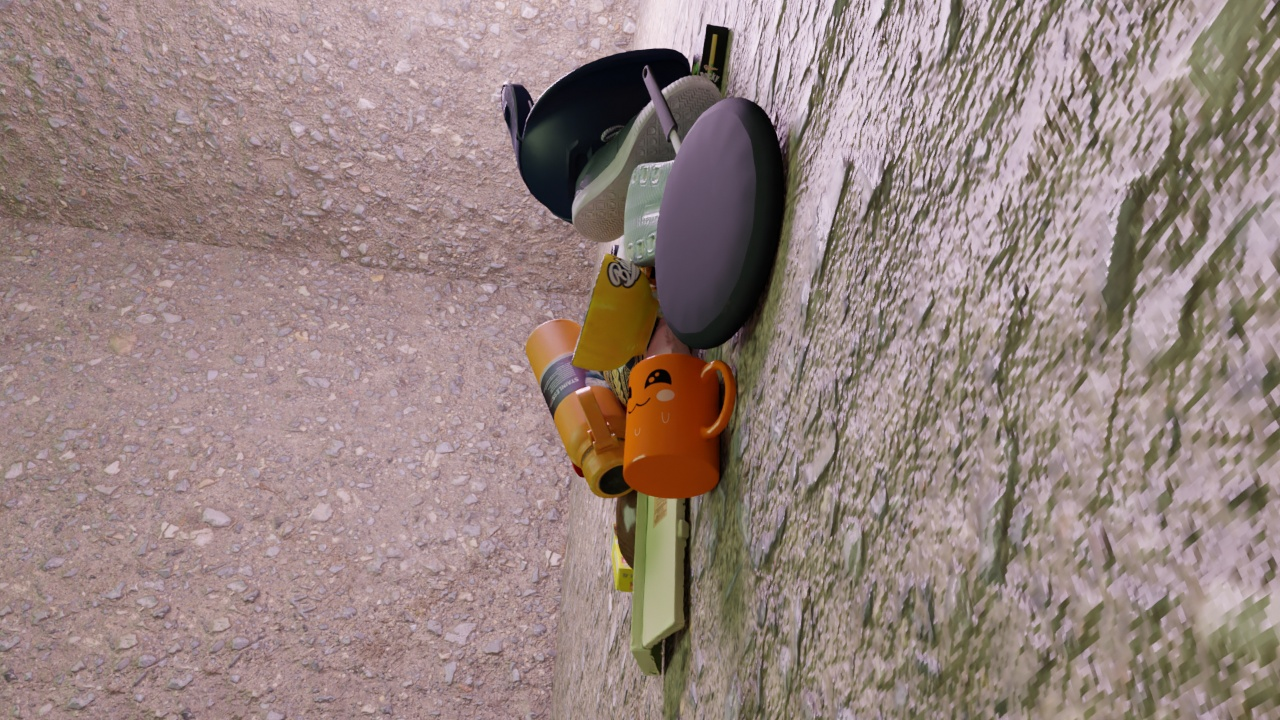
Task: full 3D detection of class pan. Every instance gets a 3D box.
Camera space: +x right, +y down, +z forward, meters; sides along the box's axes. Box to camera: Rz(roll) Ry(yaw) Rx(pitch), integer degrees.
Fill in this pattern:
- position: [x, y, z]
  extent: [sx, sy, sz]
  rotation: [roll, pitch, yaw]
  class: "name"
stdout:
- position: [0.038, -0.163, 0.783]
  extent: [0.355, 0.021, 0.199]
  rotation: [-106, 31, -43]
  class: "pan"

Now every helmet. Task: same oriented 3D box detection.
- position: [-0.037, -0.282, 1.148]
  extent: [0.223, 0.231, 0.273]
  rotation: [62, 149, 19]
  class: "helmet"

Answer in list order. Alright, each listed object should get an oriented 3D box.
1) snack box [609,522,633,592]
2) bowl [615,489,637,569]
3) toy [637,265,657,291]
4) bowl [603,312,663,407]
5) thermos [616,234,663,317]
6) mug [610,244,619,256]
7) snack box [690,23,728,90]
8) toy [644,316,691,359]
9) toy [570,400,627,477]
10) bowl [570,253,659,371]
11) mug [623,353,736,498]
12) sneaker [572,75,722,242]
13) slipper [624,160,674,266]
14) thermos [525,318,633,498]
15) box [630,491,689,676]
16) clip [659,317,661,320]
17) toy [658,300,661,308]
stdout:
- position: [-0.012, 0.234, 1.096]
  extent: [0.148, 0.040, 0.029]
  rotation: [-114, 31, -79]
  class: "snack box"
- position: [-0.007, 0.178, 1.008]
  extent: [0.118, 0.030, 0.118]
  rotation: [-3, -91, -83]
  class: "bowl"
- position: [0.027, -0.125, 1.055]
  extent: [0.087, 0.067, 0.112]
  rotation: [-55, 27, 15]
  class: "toy"
- position: [-0.006, 0.006, 1.005]
  extent: [0.112, 0.061, 0.112]
  rotation: [-5, -90, -73]
  class: "bowl"
- position: [0.001, -0.087, 1.141]
  extent: [0.219, 0.099, 0.100]
  rotation: [-83, 5, -49]
  class: "thermos"
- position: [-0.007, -0.118, 1.300]
  extent: [0.105, 0.077, 0.071]
  rotation: [119, 157, -75]
  class: "mug"
- position: [0.070, -0.294, 1.039]
  extent: [0.080, 0.025, 0.147]
  rotation: [-127, 45, -81]
  class: "snack box"
- position: [0.028, 0.006, 0.906]
  extent: [0.099, 0.052, 0.096]
  rotation: [-109, 12, -71]
  class: "toy"
- position: [-0.032, 0.043, 1.195]
  extent: [0.159, 0.120, 0.196]
  rotation: [92, -172, -49]
  class: "toy"
- position: [-0.021, -0.042, 0.912]
  extent: [0.117, 0.067, 0.117]
  rotation: [-166, 93, -86]
  class: "bowl"
- position: [0.038, 0.048, 0.751]
  extent: [0.113, 0.077, 0.095]
  rotation: [-33, 42, 40]
  class: "mug"
- position: [0.002, -0.226, 1.002]
  extent: [0.236, 0.089, 0.087]
  rotation: [-41, 37, 34]
  class: "sneaker"
- position: [0.047, -0.141, 0.877]
  extent: [0.246, 0.074, 0.104]
  rotation: [-173, 90, -68]
  class: "slipper"
- position: [-0.068, 0.048, 1.021]
  extent: [0.076, 0.091, 0.232]
  rotation: [-41, 44, 12]
  class: "thermos"
- position: [0.016, 0.192, 0.888]
  extent: [0.141, 0.047, 0.187]
  rotation: [109, 168, -51]
  class: "box"
- position: [0.044, -0.023, 0.994]
  extent: [0.101, 0.040, 0.054]
  rotation: [-94, -7, -57]
  class: "clip"
- position: [0.041, -0.068, 0.935]
  extent: [0.110, 0.047, 0.063]
  rotation: [-100, 27, -81]
  class: "toy"
